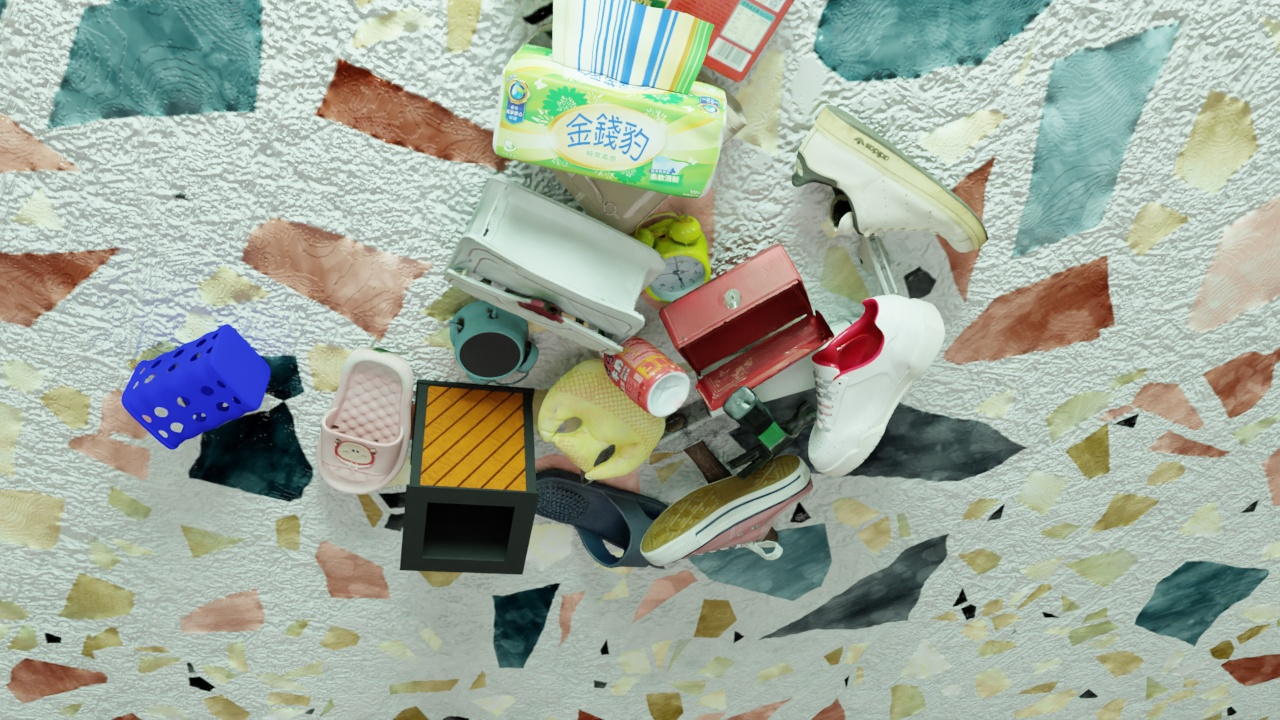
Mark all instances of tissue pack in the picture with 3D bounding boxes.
[{"bbox_3d":[-0.018,-0.237,0.790,0.197,0.120,0.142,9,121,-8],"label":"tissue pack"}]

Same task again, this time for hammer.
[{"bbox_3d":[0.137,0.074,1.040,0.130,0.032,0.318,-41,161,3],"label":"hammer"},{"bbox_3d":[0.081,0.186,1.252,0.218,0.037,0.300,-27,129,14],"label":"hammer"}]

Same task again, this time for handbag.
[{"bbox_3d":[-0.030,-0.240,0.878,0.198,0.062,0.176,39,115,-24],"label":"handbag"},{"bbox_3d":[-0.092,-0.083,0.927,0.198,0.096,0.142,24,155,-13],"label":"handbag"}]

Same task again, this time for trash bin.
[{"bbox_3d":[-0.201,0.136,1.077,0.139,0.171,0.140,5,129,-13],"label":"trash bin"}]

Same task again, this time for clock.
[{"bbox_3d":[0.030,-0.114,0.978,0.083,0.057,0.119,-18,136,9],"label":"clock"},{"bbox_3d":[-0.165,-0.012,1.038,0.090,0.053,0.124,-17,133,6],"label":"clock"}]

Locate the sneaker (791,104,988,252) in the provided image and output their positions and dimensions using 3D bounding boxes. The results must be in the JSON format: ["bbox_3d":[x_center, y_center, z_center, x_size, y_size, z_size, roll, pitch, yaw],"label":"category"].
[{"bbox_3d":[0.255,-0.161,0.952,0.241,0.088,0.102,29,111,-23],"label":"sneaker"}]

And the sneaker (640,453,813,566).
[{"bbox_3d":[0.118,0.210,1.187,0.241,0.118,0.088,-28,112,7],"label":"sneaker"}]

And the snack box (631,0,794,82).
[{"bbox_3d":[0.015,-0.344,0.782,0.236,0.060,0.113,19,125,-23],"label":"snack box"}]

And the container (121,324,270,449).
[{"bbox_3d":[-0.481,0.027,1.003,0.114,0.084,0.085,-23,128,9],"label":"container"}]

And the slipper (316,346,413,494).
[{"bbox_3d":[-0.322,0.077,1.079,0.107,0.055,0.222,19,123,-8],"label":"slipper"}]

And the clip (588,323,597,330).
[{"bbox_3d":[-0.046,-0.069,1.029,0.061,0.023,0.076,-15,132,2],"label":"clip"}]

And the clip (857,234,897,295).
[{"bbox_3d":[0.264,-0.119,1.015,0.044,0.101,0.054,-18,174,11],"label":"clip"}]

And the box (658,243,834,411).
[{"bbox_3d":[0.114,-0.038,1.008,0.157,0.137,0.127,-32,85,6],"label":"box"}]

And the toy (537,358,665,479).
[{"bbox_3d":[-0.039,0.063,1.099,0.155,0.064,0.170,-46,124,-2],"label":"toy"}]

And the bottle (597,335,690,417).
[{"bbox_3d":[-0.006,0.006,1.023,0.061,0.137,0.062,-17,124,-26],"label":"bottle"}]

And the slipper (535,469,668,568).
[{"bbox_3d":[-0.039,0.228,1.240,0.263,0.082,0.101,28,118,-27],"label":"slipper"}]

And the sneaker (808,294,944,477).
[{"bbox_3d":[0.229,0.026,1.021,0.104,0.090,0.237,15,126,-17],"label":"sneaker"}]

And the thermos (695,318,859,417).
[{"bbox_3d":[0.183,0.006,1.097,0.230,0.067,0.068,-17,130,5],"label":"thermos"}]
